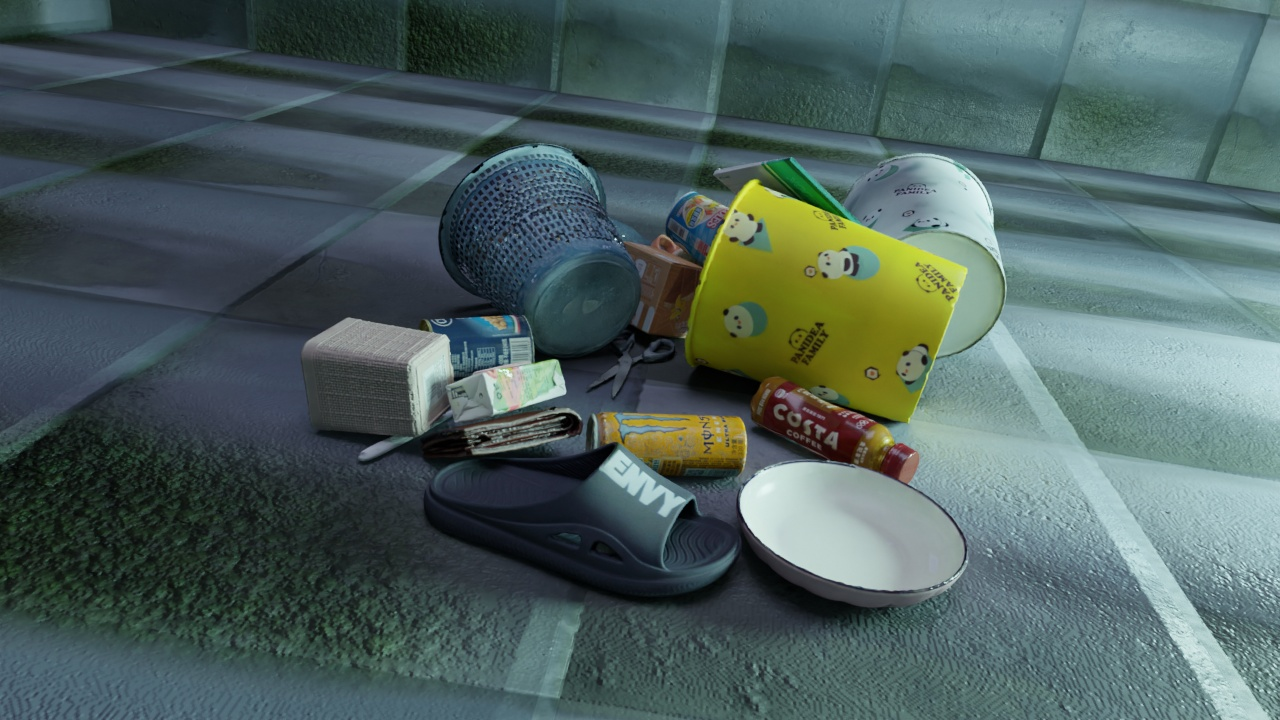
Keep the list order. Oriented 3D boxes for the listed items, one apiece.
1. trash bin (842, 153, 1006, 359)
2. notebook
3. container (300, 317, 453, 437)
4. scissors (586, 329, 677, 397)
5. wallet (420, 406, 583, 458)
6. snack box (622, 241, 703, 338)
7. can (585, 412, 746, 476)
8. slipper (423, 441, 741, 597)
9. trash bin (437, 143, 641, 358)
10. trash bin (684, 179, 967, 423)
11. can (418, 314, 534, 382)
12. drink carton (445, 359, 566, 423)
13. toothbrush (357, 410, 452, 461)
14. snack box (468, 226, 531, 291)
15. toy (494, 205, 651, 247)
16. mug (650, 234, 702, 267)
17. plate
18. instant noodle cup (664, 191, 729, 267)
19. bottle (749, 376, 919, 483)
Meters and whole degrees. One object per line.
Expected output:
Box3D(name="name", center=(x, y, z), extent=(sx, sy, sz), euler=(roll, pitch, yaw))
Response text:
Box3D(name="trash bin", center=(0.387, -0.138, 1.267), extent=(0.229, 0.230, 0.251), euler=(10, 30, 5))
Box3D(name="notebook", center=(0.203, -0.173, 1.115), extent=(0.209, 0.012, 0.150), euler=(36, -13, -27))
Box3D(name="container", center=(-0.243, 0.018, 0.868), extent=(0.111, 0.090, 0.089), euler=(6, 23, 14))
Box3D(name="scissors", center=(-0.019, 0.001, 1.082), extent=(0.164, 0.014, 0.163), euler=(-9, 30, -29))
Box3D(name="wallet", center=(-0.128, 0.066, 0.841), extent=(0.124, 0.032, 0.101), euler=(-10, 0, -37))
Box3D(name="snack box", center=(0.019, -0.090, 1.172), extent=(0.077, 0.094, 0.093), euler=(5, 19, -46))
Box3D(name="can", center=(0.024, 0.079, 0.862), extent=(0.146, 0.058, 0.058), euler=(2, 25, -11))
Box3D(name="slipper", center=(-0.050, 0.113, 0.739), extent=(0.268, 0.083, 0.110), euler=(12, 26, 13))
Box3D(name="trash bin", center=(-0.106, -0.115, 1.102), extent=(0.226, 0.227, 0.195), euler=(-7, 41, -29))
Box3D(name="trash bin", center=(0.211, -0.058, 1.038), extent=(0.255, 0.230, 0.229), euler=(21, 27, 16))
Box3D(name="can", center=(-0.175, -0.009, 0.980), extent=(0.111, 0.075, 0.075), euler=(-4, 27, -25))
Box3D(name="drink carton", center=(-0.131, 0.027, 0.904), extent=(0.054, 0.045, 0.122), euler=(-16, -1, 31))
Box3D(name="toothbrush", center=(-0.206, 0.059, 0.893), extent=(0.016, 0.016, 0.179), euler=(9, 23, 30))
Box3D(name="snack box", center=(-0.192, -0.143, 1.300), extent=(0.074, 0.052, 0.175), euler=(-7, 27, -26))
Box3D(name="toy", center=(-0.089, -0.177, 1.376), extent=(0.357, 0.091, 0.137), euler=(16, -2, 16))
Box3D(name="mug", center=(0.059, -0.123, 1.267), extent=(0.114, 0.082, 0.105), euler=(46, 26, -10))
Box3D(name="plate", center=(0.174, 0.149, 0.774), extent=(0.192, 0.039, 0.192), euler=(6, 24, -3))
Box3D(name="instant noodle cup", center=(0.093, -0.164, 1.198), extent=(0.110, 0.099, 0.099), euler=(38, 36, 26))
Box3D(name="bottle", center=(0.194, 0.073, 0.924), extent=(0.175, 0.057, 0.057), euler=(28, 31, 37))
